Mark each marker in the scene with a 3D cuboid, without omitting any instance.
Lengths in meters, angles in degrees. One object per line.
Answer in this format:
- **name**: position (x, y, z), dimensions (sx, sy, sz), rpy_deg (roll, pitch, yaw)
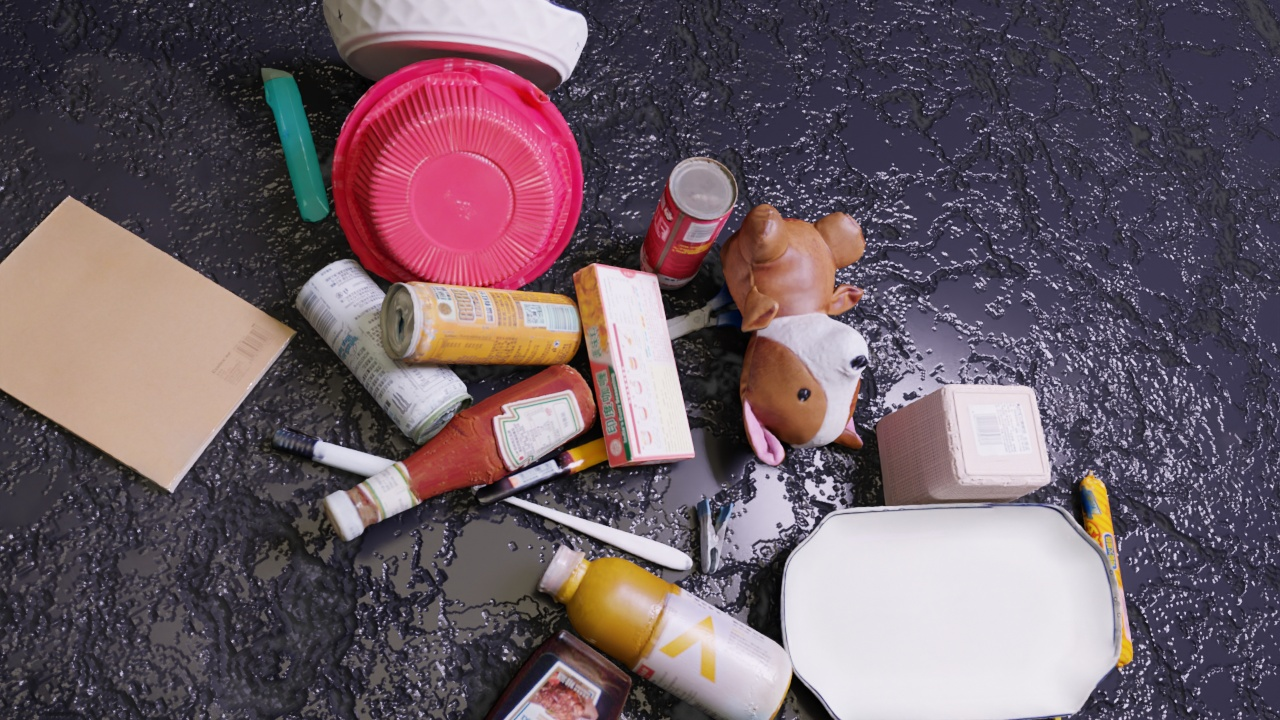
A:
- **marker**: position (-0.210, 0.075, 0.688), dimensions (0.130, 0.018, 0.022), rpy_deg (16, 69, -4)
- **marker**: position (-0.069, 0.085, 0.703), dimensions (0.123, 0.015, 0.018), rpy_deg (-20, 61, -26)

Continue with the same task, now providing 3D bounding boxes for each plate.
- **plate**: position (0.234, 0.191, 0.704), dimensions (0.265, 0.034, 0.162), rpy_deg (-2, 82, -6)
- **plate**: position (-0.146, -0.250, 0.730), dimensions (0.204, 0.205, 0.045), rpy_deg (2, 93, -10)

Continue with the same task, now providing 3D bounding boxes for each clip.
- **clip**: position (0.055, 0.137, 0.713), dimensions (0.045, 0.027, 0.058), rpy_deg (10, 72, -15)

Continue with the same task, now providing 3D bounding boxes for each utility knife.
- **utility knife**: position (-0.289, -0.182, 0.770), dimensions (0.029, 0.013, 0.151), rpy_deg (-16, 76, -13)

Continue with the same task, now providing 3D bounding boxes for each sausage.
- **sausage**: position (0.386, 0.173, 0.763), dimensions (0.021, 0.021, 0.165), rpy_deg (4, 69, -9)

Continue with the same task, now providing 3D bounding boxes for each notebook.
- **notebook**: position (-0.393, -0.017, 0.691), dimensions (0.211, 0.012, 0.149), rpy_deg (31, 67, 1)

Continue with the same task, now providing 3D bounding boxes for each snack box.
- **snack box**: position (-0.004, 0.004, 0.719), dimensions (0.077, 0.027, 0.155), rpy_deg (4, 71, -49)

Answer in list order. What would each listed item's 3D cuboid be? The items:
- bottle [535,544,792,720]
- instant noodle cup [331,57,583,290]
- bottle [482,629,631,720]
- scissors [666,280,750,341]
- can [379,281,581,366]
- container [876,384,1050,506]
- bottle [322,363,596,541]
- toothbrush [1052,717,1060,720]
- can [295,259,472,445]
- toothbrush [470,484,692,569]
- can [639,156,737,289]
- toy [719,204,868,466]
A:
- **bottle**: position (0.015, 0.195, 0.660), dimensions (0.189, 0.068, 0.067), rpy_deg (30, 68, 1)
- **instant noodle cup**: position (-0.135, -0.125, 0.692), dimensions (0.193, 0.065, 0.194), rpy_deg (-5, 114, -11)
- **bottle**: position (-0.086, 0.283, 0.623), dimensions (0.080, 0.044, 0.194), rpy_deg (35, 69, 4)
- **scissors**: position (0.061, -0.028, 0.780), dimensions (0.125, 0.012, 0.173), rpy_deg (40, 70, 5)
- **can**: position (-0.116, -0.026, 0.688), dimensions (0.145, 0.058, 0.058), rpy_deg (2, 67, -41)
- **container**: position (0.255, 0.072, 0.726), dimensions (0.090, 0.111, 0.090), rpy_deg (2, 70, -11)
- **bottle**: position (-0.129, 0.068, 0.671), dimensions (0.205, 0.060, 0.059), rpy_deg (-27, 77, -26)
- **toothbrush**: position (0.331, 0.222, 0.737), dimensions (0.015, 0.017, 0.189), rpy_deg (6, 69, -8)
- **can**: position (-0.195, -0.007, 0.699), dimensions (0.058, 0.058, 0.146), rpy_deg (-40, 82, -21)
- **toothbrush**: position (-0.044, 0.126, 0.702), dimensions (0.180, 0.016, 0.016), rpy_deg (21, 70, -3)
- **can**: position (0.035, -0.105, 0.737), dimensions (0.053, 0.133, 0.053), rpy_deg (3, 70, -9)
- **toy**: position (0.130, -0.019, 0.729), dimensions (0.140, 0.131, 0.199), rpy_deg (-1, 90, -30)
